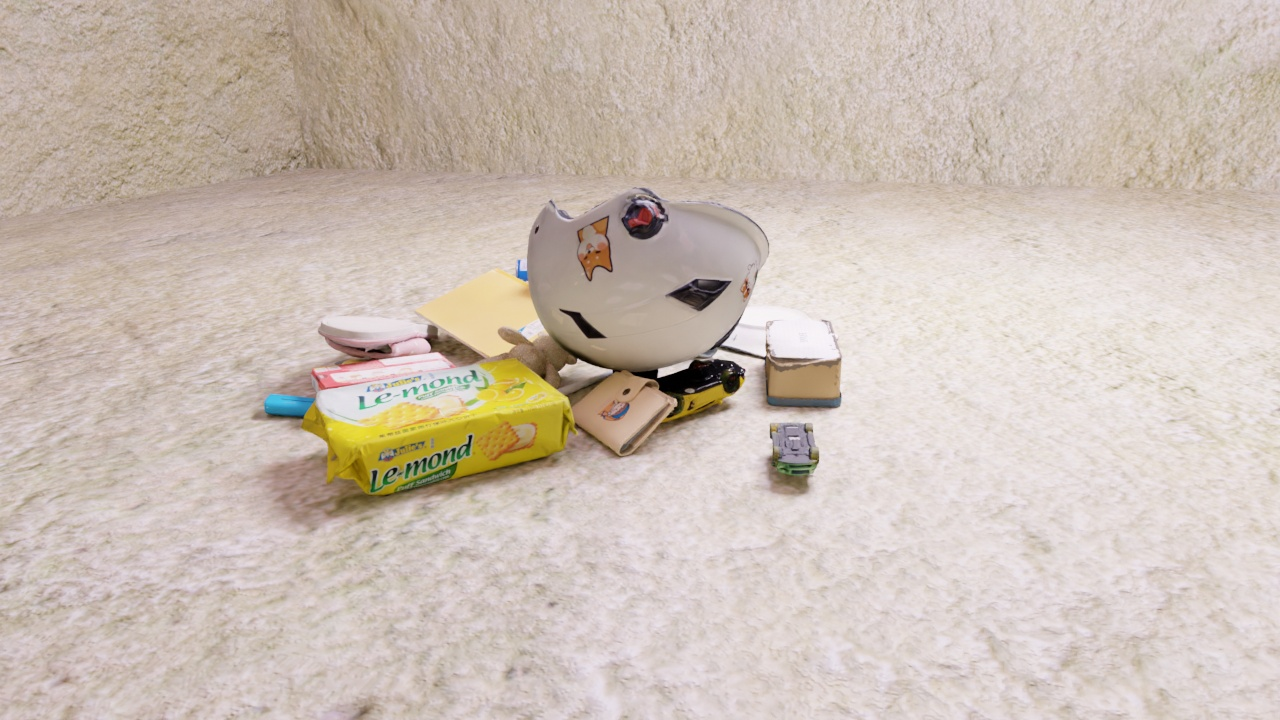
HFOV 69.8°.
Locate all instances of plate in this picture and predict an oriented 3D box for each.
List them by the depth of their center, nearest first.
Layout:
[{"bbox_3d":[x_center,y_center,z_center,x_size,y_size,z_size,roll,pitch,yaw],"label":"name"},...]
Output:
[{"bbox_3d":[0.177,-0.046,1.276,0.164,0.034,0.163,16,24,40],"label":"plate"}]

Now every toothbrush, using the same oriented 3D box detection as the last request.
[{"bbox_3d":[-0.061,0.021,1.109,0.016,0.016,0.179,6,19,39],"label":"toothbrush"}]

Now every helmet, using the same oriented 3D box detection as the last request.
[{"bbox_3d":[-0.002,-0.069,1.017,0.274,0.156,0.230,2,-23,20],"label":"helmet"}]

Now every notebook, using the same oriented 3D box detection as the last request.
[{"bbox_3d":[-0.190,-0.063,1.235,0.145,0.010,0.206,-33,43,-31],"label":"notebook"}]

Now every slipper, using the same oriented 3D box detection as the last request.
[{"bbox_3d":[-0.331,-0.025,1.184,0.114,0.054,0.274,7,4,2],"label":"slipper"}]

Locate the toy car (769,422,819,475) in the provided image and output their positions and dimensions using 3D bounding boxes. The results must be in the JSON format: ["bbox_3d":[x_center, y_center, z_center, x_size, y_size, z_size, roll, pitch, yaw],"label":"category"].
[{"bbox_3d":[0.145,0.084,0.869,0.043,0.036,0.091,2,17,5],"label":"toy car"}]

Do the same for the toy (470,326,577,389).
[{"bbox_3d":[-0.145,0.009,1.095,0.105,0.066,0.156,43,40,17],"label":"toy"}]

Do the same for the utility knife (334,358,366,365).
[{"bbox_3d":[-0.301,0.014,1.142,0.216,0.022,0.030,3,19,34],"label":"utility knife"}]

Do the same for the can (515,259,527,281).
[{"bbox_3d":[-0.145,-0.149,1.578,0.134,0.053,0.053,-1,18,1],"label":"can"}]

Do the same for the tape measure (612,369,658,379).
[{"bbox_3d":[-0.007,0.006,1.113,0.057,0.039,0.057,1,18,5],"label":"tape measure"}]

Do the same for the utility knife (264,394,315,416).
[{"bbox_3d":[-0.317,0.055,1.020,0.219,0.018,0.034,3,18,9],"label":"utility knife"}]

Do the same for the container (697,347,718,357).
[{"bbox_3d":[0.056,-0.068,1.232,0.090,0.090,0.111,13,14,-17],"label":"container"}]

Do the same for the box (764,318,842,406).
[{"bbox_3d":[0.192,0.001,1.090,0.090,0.062,0.184,1,20,8],"label":"box"}]

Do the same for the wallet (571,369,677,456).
[{"bbox_3d":[-0.019,0.049,0.958,0.087,0.024,0.115,-41,30,-14],"label":"wallet"}]

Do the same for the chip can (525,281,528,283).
[{"bbox_3d":[-0.132,-0.100,1.401,0.072,0.072,0.212,7,19,24],"label":"chip can"}]

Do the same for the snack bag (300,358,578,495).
[{"bbox_3d":[-0.195,0.063,0.904,0.246,0.068,0.158,-10,21,-26],"label":"snack bag"}]

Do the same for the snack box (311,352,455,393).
[{"bbox_3d":[-0.293,0.021,1.056,0.152,0.025,0.075,-8,20,-29],"label":"snack box"}]

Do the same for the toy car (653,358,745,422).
[{"bbox_3d":[0.052,0.034,1.019,0.155,0.041,0.071,-20,25,-33],"label":"toy car"}]
